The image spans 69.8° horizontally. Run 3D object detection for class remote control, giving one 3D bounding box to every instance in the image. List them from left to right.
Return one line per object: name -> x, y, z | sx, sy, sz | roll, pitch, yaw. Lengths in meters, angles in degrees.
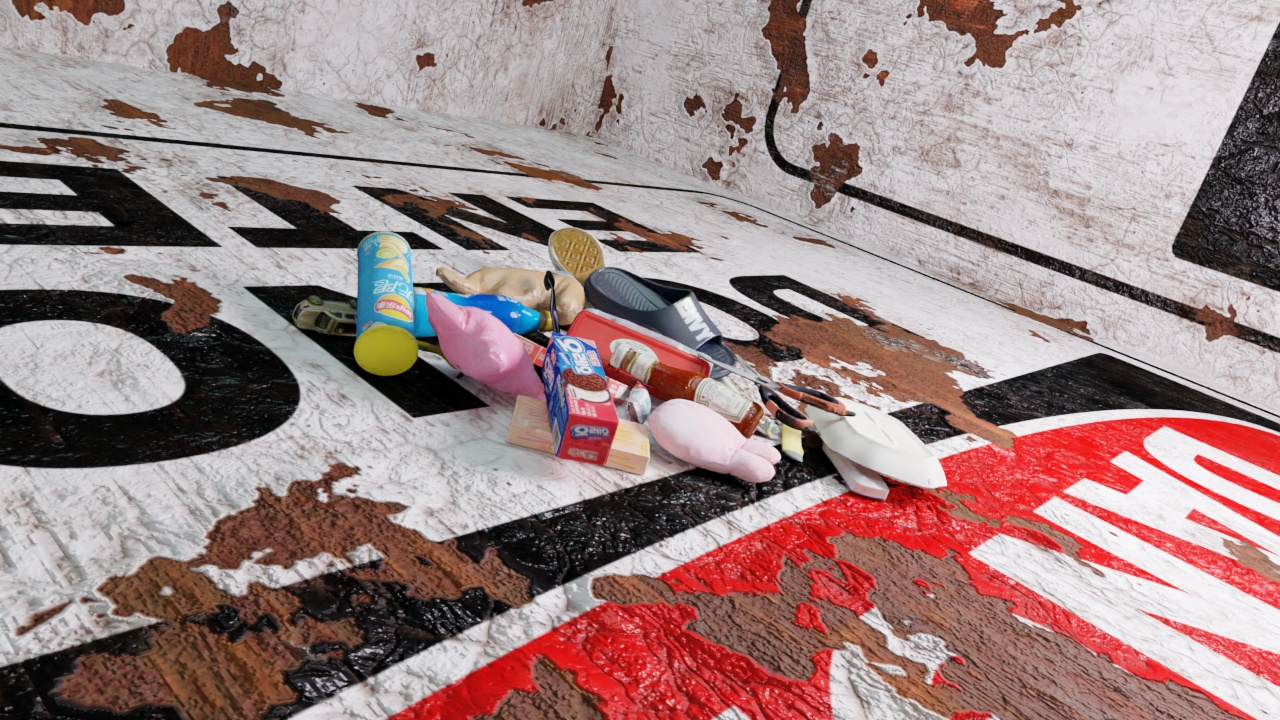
remote control -> 0.272, 0.135, 1.161 | 0.049, 0.024, 0.125 | 16, 17, -14

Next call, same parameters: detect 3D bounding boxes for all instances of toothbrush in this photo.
toothbrush -> -0.120, -0.055, 1.277 | 0.014, 0.017, 0.188 | 23, 41, -38
toothbrush -> 0.145, 0.059, 1.283 | 0.020, 0.029, 0.189 | -30, 28, -5

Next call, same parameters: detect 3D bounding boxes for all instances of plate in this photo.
plate -> 0.313, 0.101, 1.227 | 0.162, 0.034, 0.265 | 18, 12, -4

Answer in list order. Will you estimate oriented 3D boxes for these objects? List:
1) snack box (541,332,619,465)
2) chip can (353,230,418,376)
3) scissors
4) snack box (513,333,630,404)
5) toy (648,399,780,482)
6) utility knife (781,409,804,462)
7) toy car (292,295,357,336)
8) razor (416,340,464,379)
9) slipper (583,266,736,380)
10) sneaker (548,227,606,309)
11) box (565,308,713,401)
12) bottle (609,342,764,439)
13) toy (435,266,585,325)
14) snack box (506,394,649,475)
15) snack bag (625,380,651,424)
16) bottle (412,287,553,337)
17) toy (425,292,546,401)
snack box -> -0.072, 0.036, 1.017 | 0.058, 0.057, 0.207 | 11, 23, -16
chip can -> -0.311, -0.074, 1.118 | 0.071, 0.071, 0.210 | 8, 36, -23
scissors -> 0.173, 0.039, 1.187 | 0.225, 0.015, 0.188 | 20, 20, 8
snack box -> -0.092, 0.011, 1.173 | 0.153, 0.025, 0.075 | 24, -2, 22
toy -> 0.085, 0.096, 1.077 | 0.159, 0.054, 0.121 | 25, 22, 11
utility knife -> 0.205, 0.094, 1.230 | 0.031, 0.019, 0.178 | 21, 25, 2
toy car -> -0.379, -0.052, 1.126 | 0.090, 0.042, 0.035 | 7, 39, -40
razor -> -0.272, -0.010, 1.126 | 0.132, 0.028, 0.043 | 15, 22, 2
slipper -> 0.029, -0.068, 1.360 | 0.268, 0.084, 0.110 | 38, 48, 17
sneaker -> -0.082, -0.117, 1.490 | 0.118, 0.088, 0.241 | -19, 55, -23
box -> -0.008, 0.008, 1.263 | 0.201, 0.100, 0.094 | 23, 63, 4
bottle -> 0.056, 0.038, 1.172 | 0.206, 0.060, 0.059 | 28, 21, 12
toy -> -0.194, -0.103, 1.366 | 0.225, 0.082, 0.143 | 7, 9, -17
snack box -> -0.068, 0.082, 1.029 | 0.157, 0.026, 0.084 | 14, 19, -7
snack bag -> -0.003, 0.058, 1.131 | 0.026, 0.045, 0.105 | -9, 15, 8
bottle -> -0.215, -0.058, 1.246 | 0.218, 0.065, 0.065 | 3, 23, -35
toy -> -0.189, -0.017, 1.083 | 0.178, 0.074, 0.194 | 38, -6, 24
